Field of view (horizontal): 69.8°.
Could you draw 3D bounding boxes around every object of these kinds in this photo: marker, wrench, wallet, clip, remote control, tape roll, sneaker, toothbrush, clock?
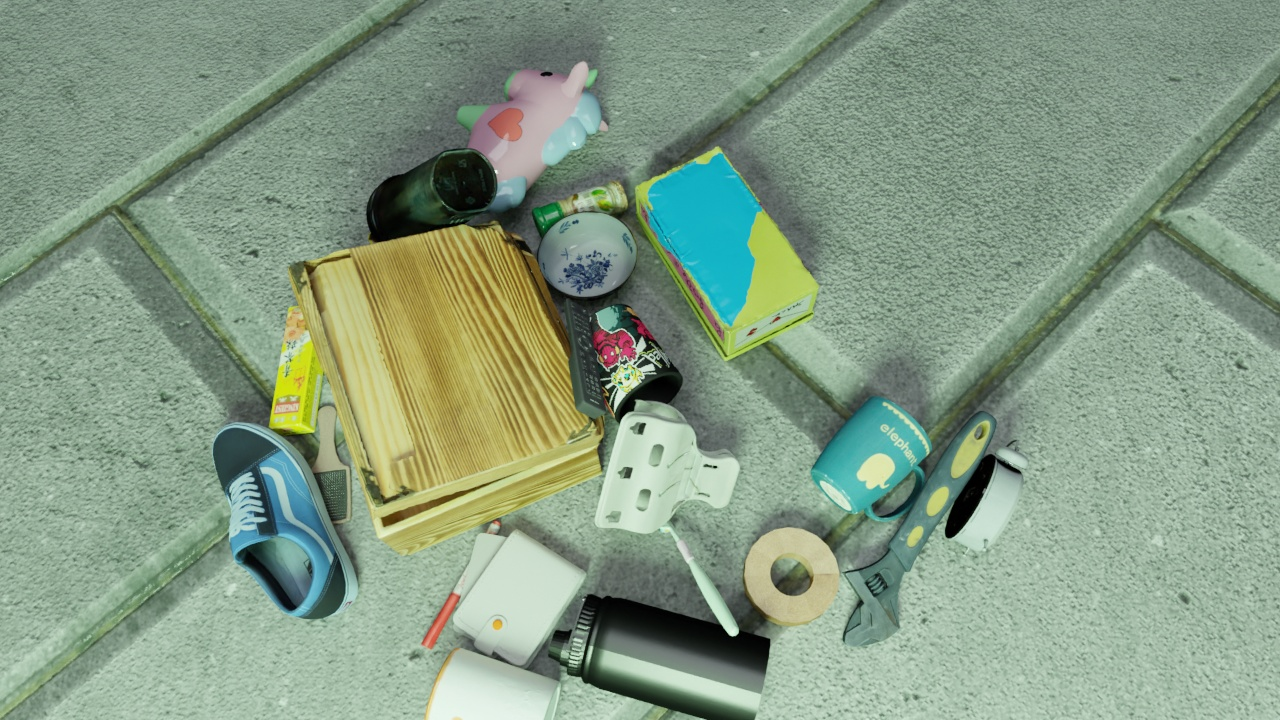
[{"bbox_3d":[-0.181,0.227,0.936,0.013,0.013,0.142,25,70,12],"label":"marker"},{"bbox_3d":[0.277,0.166,0.914,0.073,0.022,0.273,35,82,2],"label":"wrench"},{"bbox_3d":[-0.134,0.232,0.918,0.115,0.037,0.118,29,67,14],"label":"wallet"},{"bbox_3d":[0.022,0.106,0.937,0.152,0.126,0.101,4,20,-36],"label":"clip"},{"bbox_3d":[-0.058,-0.004,0.899,0.015,0.032,0.136,-36,46,26],"label":"remote control"},{"bbox_3d":[0.150,0.217,0.919,0.094,0.027,0.093,-1,67,2],"label":"tape roll"},{"bbox_3d":[-0.375,0.152,0.919,0.083,0.098,0.241,-41,71,5],"label":"sneaker"},{"bbox_3d":[0.056,0.208,0.894,0.015,0.022,0.154,-52,40,12],"label":"toothbrush"},{"bbox_3d":[0.347,0.133,0.912,0.035,0.094,0.122,29,76,10],"label":"clock"}]

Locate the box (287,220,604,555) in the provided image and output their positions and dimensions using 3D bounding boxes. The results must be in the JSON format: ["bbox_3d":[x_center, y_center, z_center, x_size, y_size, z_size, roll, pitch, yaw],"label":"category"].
[{"bbox_3d":[-0.186,0.012,0.936,0.251,0.192,0.279,-22,66,-9],"label":"box"}]

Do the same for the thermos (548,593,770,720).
[{"bbox_3d":[0.015,0.279,0.865,0.199,0.086,0.086,13,68,8],"label":"thermos"}]

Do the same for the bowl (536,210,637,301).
[{"bbox_3d":[-0.059,-0.112,1.058,0.114,0.045,0.114,-1,67,2],"label":"bowl"}]

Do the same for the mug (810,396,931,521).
[{"bbox_3d":[0.240,0.112,0.940,0.104,0.084,0.112,-42,101,-10],"label":"mug"}]

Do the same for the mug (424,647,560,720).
[{"bbox_3d":[-0.136,0.323,0.855,0.105,0.082,0.082,15,68,7],"label":"mug"}]

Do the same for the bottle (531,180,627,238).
[{"bbox_3d":[-0.071,-0.178,1.090,0.111,0.043,0.043,-21,68,-8],"label":"bottle"}]

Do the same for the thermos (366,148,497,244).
[{"bbox_3d":[-0.234,-0.172,1.008,0.098,0.221,0.098,2,86,-32],"label":"thermos"}]

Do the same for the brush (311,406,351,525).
[{"bbox_3d":[-0.339,0.111,0.989,0.050,0.015,0.135,-9,67,-1],"label":"brush"}]

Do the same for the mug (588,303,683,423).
[{"bbox_3d":[-0.006,0.006,0.975,0.082,0.117,0.098,-47,62,22],"label":"mug"}]

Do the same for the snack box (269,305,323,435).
[{"bbox_3d":[-0.378,0.009,1.023,0.040,0.029,0.147,-6,66,13],"label":"snack box"}]

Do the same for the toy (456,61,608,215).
[{"bbox_3d":[-0.136,-0.261,1.096,0.171,0.120,0.221,5,66,14],"label":"toy"}]

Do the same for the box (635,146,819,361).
[{"bbox_3d":[0.094,-0.125,1.044,0.124,0.079,0.221,-29,67,-10],"label":"box"}]
